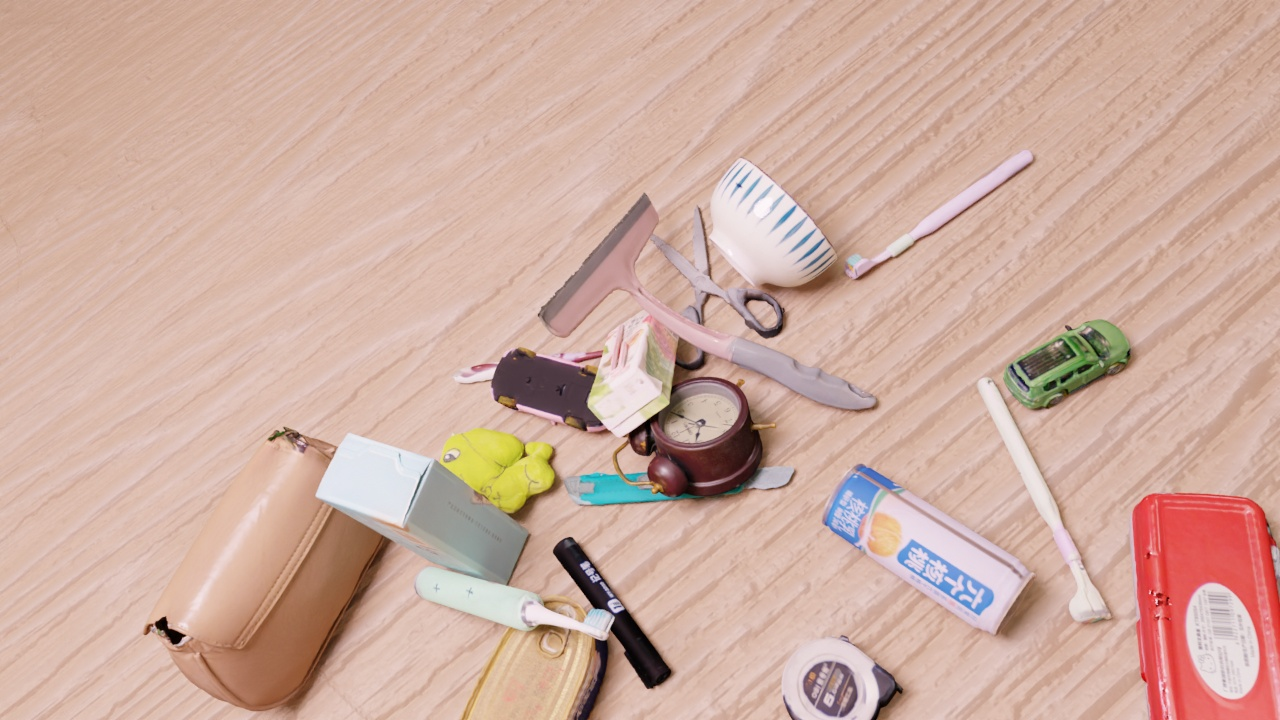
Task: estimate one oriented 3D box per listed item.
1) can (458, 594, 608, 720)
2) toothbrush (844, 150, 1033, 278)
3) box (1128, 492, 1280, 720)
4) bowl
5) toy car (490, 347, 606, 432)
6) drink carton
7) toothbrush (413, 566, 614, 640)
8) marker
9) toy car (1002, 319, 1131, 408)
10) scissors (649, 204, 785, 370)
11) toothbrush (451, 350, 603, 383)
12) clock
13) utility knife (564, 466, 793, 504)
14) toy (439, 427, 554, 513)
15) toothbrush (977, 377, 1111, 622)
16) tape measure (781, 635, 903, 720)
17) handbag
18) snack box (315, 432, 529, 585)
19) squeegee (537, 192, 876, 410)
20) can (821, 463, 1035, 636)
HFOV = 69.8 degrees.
[{"bbox_3d":[-0.075,0.241,0.644,0.075,0.049,0.148,15,66,24],"label":"can"},{"bbox_3d":[0.254,-0.126,0.776,0.189,0.029,0.021,-33,96,-5],"label":"toothbrush"},{"bbox_3d":[0.351,0.179,0.556,0.087,0.047,0.200,0,60,17],"label":"box"},{"bbox_3d":[0.099,-0.103,0.758,0.066,0.116,0.116,-45,57,6],"label":"bowl"},{"bbox_3d":[-0.070,0.025,0.777,0.122,0.037,0.056,15,77,27],"label":"toy car"},{"bbox_3d":[-0.004,0.004,0.722,0.054,0.045,0.122,-36,17,22],"label":"drink carton"},{"bbox_3d":[-0.096,0.172,0.647,0.225,0.026,0.027,-3,54,48],"label":"toothbrush"},{"bbox_3d":[-0.023,0.185,0.680,0.132,0.020,0.022,47,111,32],"label":"marker"},{"bbox_3d":[0.314,0.000,0.673,0.091,0.036,0.043,-26,55,-3],"label":"toy car"},{"bbox_3d":[0.056,-0.065,0.805,0.159,0.014,0.177,13,65,23],"label":"scissors"},{"bbox_3d":[-0.080,-0.002,0.808,0.188,0.017,0.016,-9,56,12],"label":"toothbrush"},{"bbox_3d":[0.038,0.062,0.699,0.122,0.055,0.082,-23,43,-7],"label":"clock"},{"bbox_3d":[0.027,0.095,0.720,0.187,0.013,0.029,-6,58,14],"label":"utility knife"},{"bbox_3d":[-0.122,0.088,0.758,0.096,0.031,0.100,-34,52,-20],"label":"toy"},{"bbox_3d":[0.275,0.091,0.641,0.029,0.020,0.189,0,54,-18],"label":"toothbrush"},{"bbox_3d":[0.127,0.218,0.604,0.066,0.033,0.065,37,75,29],"label":"tape measure"},{"bbox_3d":[-0.280,0.153,0.702,0.100,0.148,0.204,14,61,22],"label":"handbag"},{"bbox_3d":[-0.152,0.113,0.669,0.074,0.175,0.051,14,68,23],"label":"snack box"},{"bbox_3d":[0.068,-0.018,0.720,0.249,0.040,0.246,29,34,3],"label":"squeegee"},{"bbox_3d":[0.193,0.127,0.624,0.134,0.053,0.053,33,74,30],"label":"can"}]
